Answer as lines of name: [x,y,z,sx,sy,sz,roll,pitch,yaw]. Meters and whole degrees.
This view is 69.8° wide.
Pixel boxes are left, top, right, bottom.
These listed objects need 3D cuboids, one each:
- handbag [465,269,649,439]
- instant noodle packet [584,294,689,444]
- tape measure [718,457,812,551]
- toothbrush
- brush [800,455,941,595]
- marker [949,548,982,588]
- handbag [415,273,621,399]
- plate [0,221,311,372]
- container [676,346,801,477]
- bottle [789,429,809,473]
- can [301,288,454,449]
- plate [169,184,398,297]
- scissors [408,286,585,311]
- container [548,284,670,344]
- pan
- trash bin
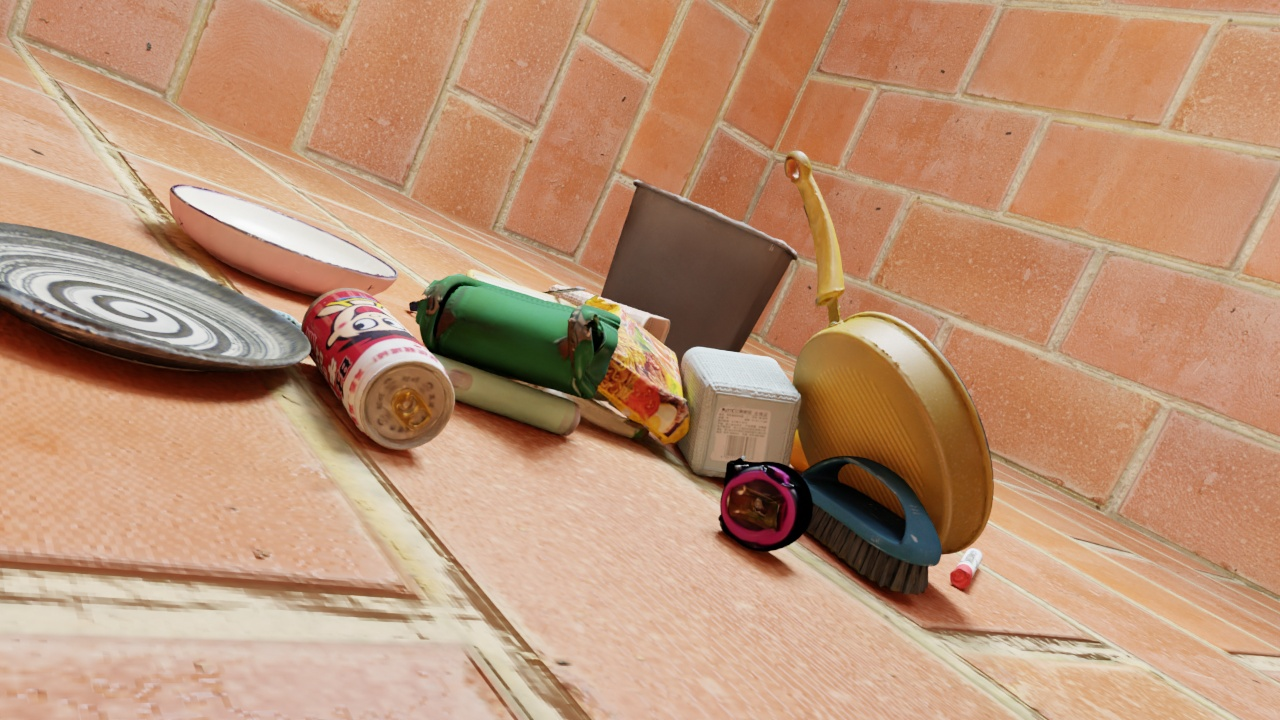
handbag: [-0.071,0.009,0.782,0.178,0.063,0.163,46,18,31]
instant noodle packet: [-0.005,0.005,0.774,0.111,0.044,0.128,41,16,-19]
tape measure: [0.079,0.093,0.587,0.058,0.057,0.039,11,6,27]
toothbrush: [-0.143,0.007,0.616,0.224,0.026,0.027,21,-12,-24]
brush: [0.165,0.110,0.672,0.055,0.073,0.144,10,10,-26]
marker: [0.287,0.181,0.805,0.017,0.017,0.145,27,7,23]
handbag: [-0.083,-0.021,0.644,0.131,0.068,0.120,16,-7,4]
plate: [-0.263,-0.027,0.475,0.179,0.024,0.179,24,6,-3]
container: [0.080,0.047,0.772,0.090,0.090,0.111,8,11,-6]
bottle: [0.216,0.104,0.937,0.189,0.068,0.068,25,7,7]
can: [-0.150,0.002,0.515,0.053,0.053,0.133,19,8,-36]
plate: [-0.306,-0.094,0.785,0.192,0.039,0.192,24,7,-3]
scissors: [-0.142,-0.059,0.876,0.173,0.012,0.132,-8,-3,45]
container: [-0.044,-0.021,0.931,0.111,0.090,0.089,23,6,16]
pan: [0.172,-0.014,0.739,0.078,0.357,0.198,-18,-17,-20]
trash bin: [0.050,-0.073,1.096,0.199,0.220,0.198,26,8,13]
